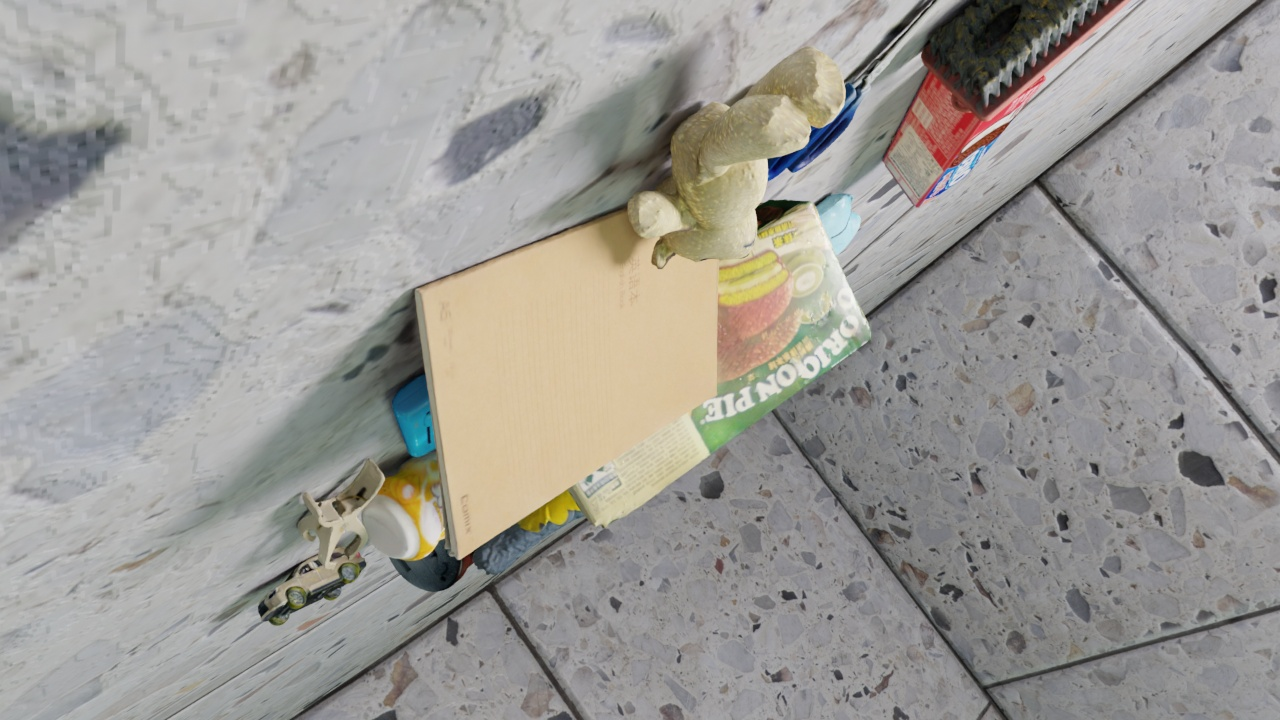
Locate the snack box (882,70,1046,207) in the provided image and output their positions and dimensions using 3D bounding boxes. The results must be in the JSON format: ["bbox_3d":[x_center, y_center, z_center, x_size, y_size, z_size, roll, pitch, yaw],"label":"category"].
[{"bbox_3d":[0.243,-0.184,0.718,0.057,0.058,0.207,-33,171,-1],"label":"snack box"}]

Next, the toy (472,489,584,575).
[{"bbox_3d":[0.010,0.062,0.793,0.355,0.091,0.138,-30,161,-36],"label":"toy"}]

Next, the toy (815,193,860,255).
[{"bbox_3d":[0.141,-0.087,0.859,0.156,0.050,0.161,-36,161,10],"label":"toy"}]

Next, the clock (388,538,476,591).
[{"bbox_3d":[-0.165,0.145,0.788,0.122,0.082,0.055,-40,175,30],"label":"clock"}]

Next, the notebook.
[{"bbox_3d":[-0.026,-0.004,0.494,0.210,0.012,0.150,-29,130,-40],"label":"notebook"}]

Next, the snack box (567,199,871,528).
[{"bbox_3d":[0.034,-0.003,0.628,0.239,0.114,0.063,-35,-159,-12],"label":"snack box"}]

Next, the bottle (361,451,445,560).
[{"bbox_3d":[-0.146,0.095,0.661,0.063,0.063,0.108,-44,176,40],"label":"bottle"}]

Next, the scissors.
[{"bbox_3d":[0.126,-0.162,0.530,0.126,0.012,0.174,-33,170,-21],"label":"scissors"}]

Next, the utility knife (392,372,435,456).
[{"bbox_3d":[-0.133,0.039,0.565,0.034,0.018,0.161,-34,172,-19],"label":"utility knife"}]

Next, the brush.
[{"bbox_3d":[0.250,-0.215,0.564,0.146,0.063,0.069,-40,159,12],"label":"brush"}]

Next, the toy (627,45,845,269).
[{"bbox_3d":[0.043,-0.088,0.420,0.105,0.066,0.157,-52,-177,-17],"label":"toy"}]

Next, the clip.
[{"bbox_3d":[-0.200,0.104,0.602,0.070,0.034,0.100,-28,163,-39],"label":"clip"}]

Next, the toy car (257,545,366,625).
[{"bbox_3d":[-0.265,0.180,0.736,0.042,0.035,0.090,-44,168,34],"label":"toy car"}]
